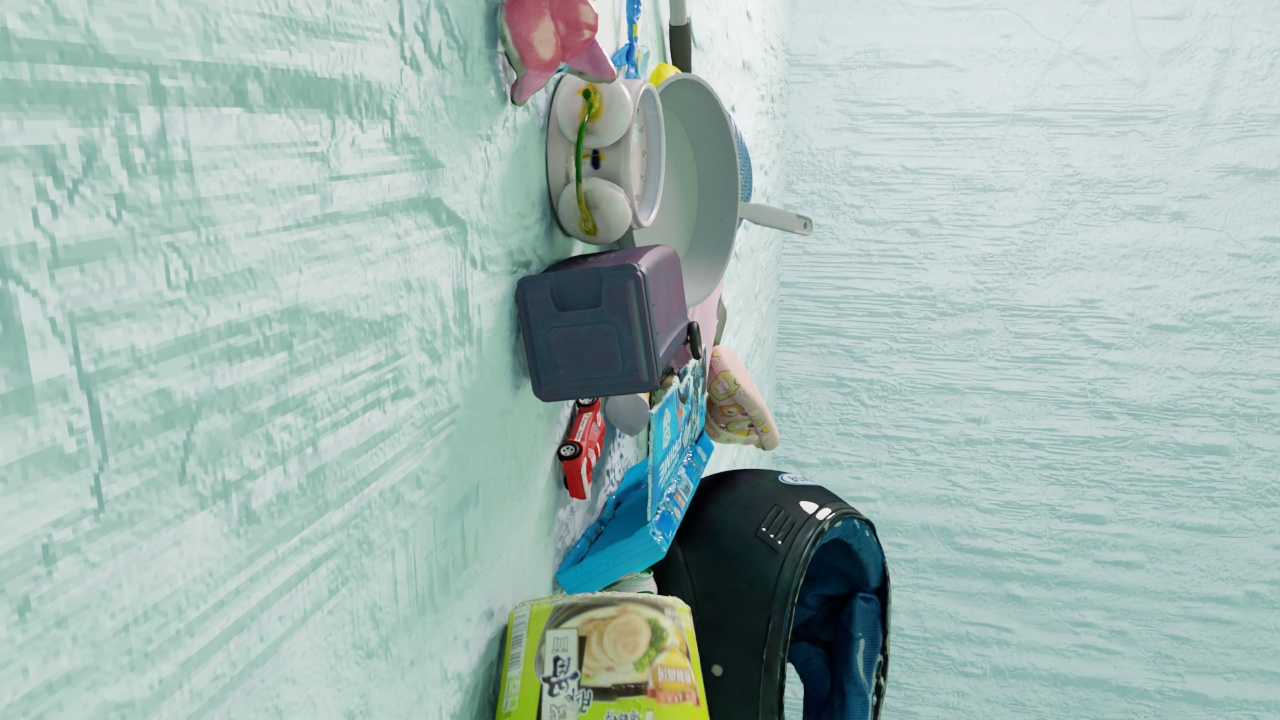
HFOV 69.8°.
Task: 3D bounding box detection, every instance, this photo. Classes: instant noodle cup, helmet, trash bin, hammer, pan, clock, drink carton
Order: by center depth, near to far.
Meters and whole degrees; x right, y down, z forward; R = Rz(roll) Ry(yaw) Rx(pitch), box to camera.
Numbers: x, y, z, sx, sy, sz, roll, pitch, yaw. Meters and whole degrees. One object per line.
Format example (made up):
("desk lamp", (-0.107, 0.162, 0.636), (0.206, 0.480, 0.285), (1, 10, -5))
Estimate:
("instant noodle cup", (-0.024, 0.203, 0.573), (0.146, 0.146, 0.097), (68, 17, -63))
("trash bin", (-0.018, -0.027, 0.625), (0.160, 0.094, 0.092), (-48, 131, -73))
("clock", (-0.025, -0.141, 0.635), (0.157, 0.059, 0.117), (-46, 138, -70))
("drink carton", (-0.005, 0.005, 0.845), (0.122, 0.039, 0.069), (-82, 168, -47))
("pan", (0.076, -0.147, 0.872), (0.355, 0.051, 0.201), (-1, 96, -59))
("helmet", (0.101, 0.265, 0.905), (0.248, 0.236, 0.316), (11, 81, -46))
("hammer", (0.041, -0.331, 0.943), (0.311, 0.029, 0.124), (81, 14, -50))

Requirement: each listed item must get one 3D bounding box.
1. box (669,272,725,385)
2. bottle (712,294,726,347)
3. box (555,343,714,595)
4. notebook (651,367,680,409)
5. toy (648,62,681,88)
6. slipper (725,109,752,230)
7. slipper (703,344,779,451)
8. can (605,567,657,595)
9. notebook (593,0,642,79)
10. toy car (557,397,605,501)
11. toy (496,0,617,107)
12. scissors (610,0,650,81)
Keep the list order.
("box", (0.052, -0.104, 0.984), (0.179, 0.039, 0.232), (63, 30, -46))
("bottle", (0.072, -0.045, 1.100), (0.108, 0.060, 0.060), (-68, 158, -53))
("box", (0.022, 0.092, 0.770), (0.170, 0.071, 0.243), (-62, 175, 18))
("notebook", (0.046, 0.100, 1.088), (0.215, 0.034, 0.190), (-41, 134, -73))
("toy", (0.026, -0.237, 0.882), (0.095, 0.041, 0.094), (-61, 149, -57))
("slipper", (0.062, -0.162, 0.938), (0.104, 0.059, 0.213), (42, 59, -39))
("slipper", (0.104, 0.056, 1.075), (0.093, 0.081, 0.197), (65, 8, 32))
("can", (-0.013, 0.236, 0.815), (0.053, 0.053, 0.101), (-10, 104, -77))
("notebook", (-0.017, -0.328, 0.729), (0.178, 0.013, 0.245), (21, 73, -79))
("toy car", (-0.041, 0.062, 0.699), (0.089, 0.025, 0.038), (-73, 162, -46))
("toy", (-0.055, -0.197, 0.508), (0.050, 0.065, 0.102), (-120, -166, -48))
("scissors", (-0.008, -0.250, 0.748), (0.127, 0.015, 0.125), (25, 73, -76))
